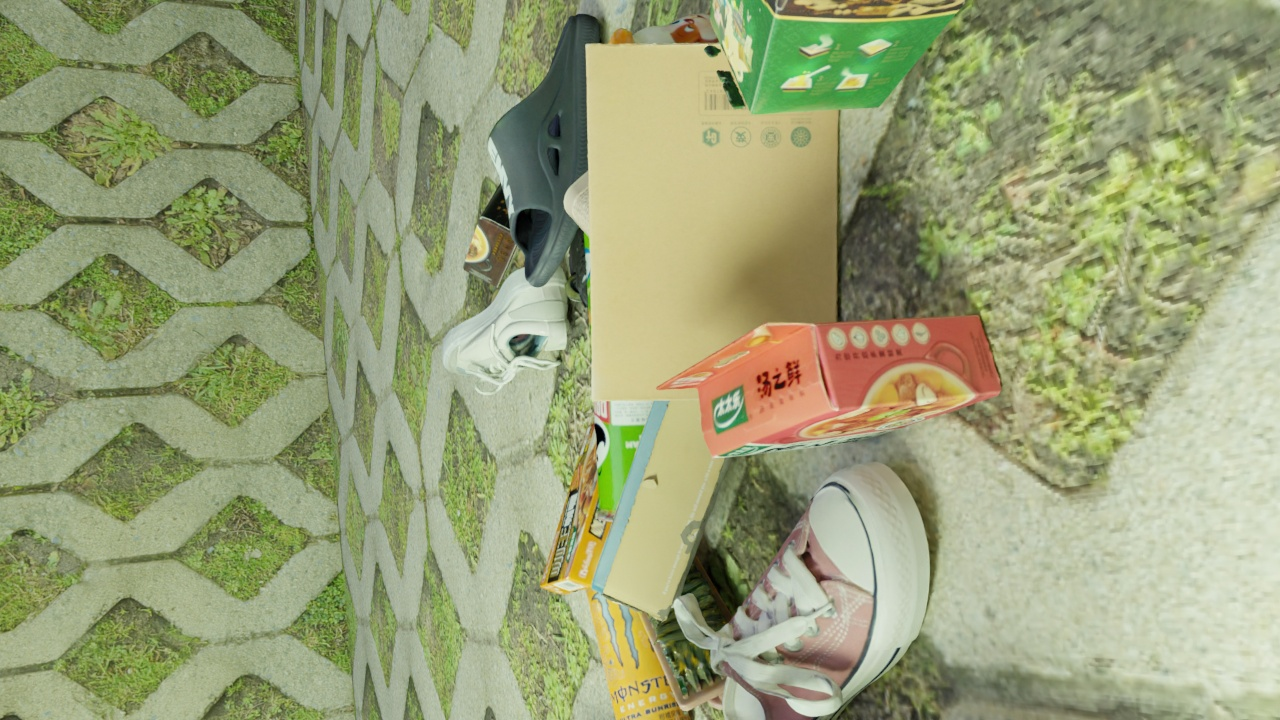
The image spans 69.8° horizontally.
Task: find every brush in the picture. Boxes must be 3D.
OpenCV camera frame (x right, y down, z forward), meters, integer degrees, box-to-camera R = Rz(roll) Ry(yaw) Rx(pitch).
[{"bbox_3d":[0.030,0.186,0.684,0.145,0.063,0.073,57,171,47],"label":"brush"}]

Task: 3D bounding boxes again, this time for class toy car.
[{"bbox_3d":[-0.042,-0.118,0.806,0.070,0.042,0.158,133,134,-56],"label":"toy car"}]

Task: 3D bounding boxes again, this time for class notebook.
[{"bbox_3d":[0.043,-0.080,0.538,0.008,0.148,0.207,-110,19,-85],"label":"notebook"}]

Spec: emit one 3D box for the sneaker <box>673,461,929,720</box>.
[{"bbox_3d":[0.085,0.160,0.534,0.118,0.087,0.242,60,144,43],"label":"sneaker"}]

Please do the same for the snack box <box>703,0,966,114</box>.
[{"bbox_3d":[0.095,-0.192,0.469,0.106,0.117,0.118,107,152,-57],"label":"snack box"}]

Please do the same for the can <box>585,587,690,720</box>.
[{"bbox_3d":[-0.004,0.237,0.754,0.058,0.058,0.146,-52,48,53],"label":"can"}]

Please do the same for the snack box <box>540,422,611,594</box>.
[{"bbox_3d":[-0.042,0.120,0.782,0.075,0.026,0.153,-36,34,60],"label":"snack box"}]

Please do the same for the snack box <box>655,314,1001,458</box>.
[{"bbox_3d":[0.091,0.016,0.464,0.113,0.127,0.044,-35,62,60],"label":"snack box"}]

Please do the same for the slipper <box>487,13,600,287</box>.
[{"bbox_3d":[-0.090,-0.186,0.786,0.111,0.083,0.267,135,144,-62],"label":"slipper"}]

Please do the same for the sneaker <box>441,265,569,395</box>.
[{"bbox_3d":[-0.139,-0.013,0.975,0.243,0.089,0.090,-33,68,53],"label":"sneaker"}]

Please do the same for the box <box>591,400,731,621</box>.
[{"bbox_3d":[0.026,0.073,0.608,0.089,0.059,0.184,-31,-42,-75],"label":"box"}]

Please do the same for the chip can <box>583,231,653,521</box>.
[{"bbox_3d":[-0.004,0.004,0.715,0.072,0.072,0.236,-6,87,63],"label":"chip can"}]

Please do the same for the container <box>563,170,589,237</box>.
[{"bbox_3d":[0.023,-0.085,0.607,0.090,0.090,0.111,-41,45,2],"label":"container"}]

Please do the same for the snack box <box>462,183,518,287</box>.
[{"bbox_3d":[-0.119,-0.149,0.898,0.113,0.053,0.126,-68,9,-30],"label":"snack box"}]

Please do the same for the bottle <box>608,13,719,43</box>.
[{"bbox_3d":[0.033,-0.185,0.576,0.063,0.108,0.063,17,109,61],"label":"bottle"}]
